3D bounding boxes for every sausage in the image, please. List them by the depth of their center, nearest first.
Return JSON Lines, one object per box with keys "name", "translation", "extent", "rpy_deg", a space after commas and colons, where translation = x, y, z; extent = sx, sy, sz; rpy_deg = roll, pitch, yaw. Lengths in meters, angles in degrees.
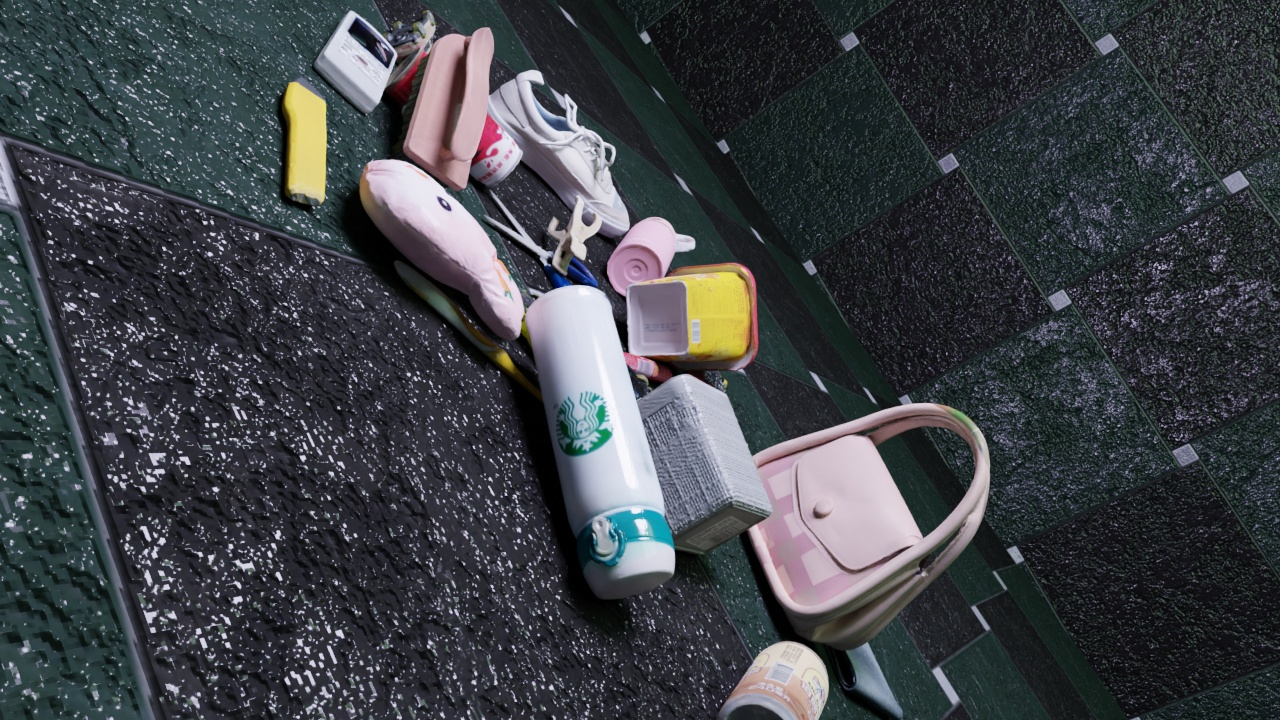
{"name": "sausage", "translation": [-0.005, 0.005, 0.900], "extent": [0.020, 0.020, 0.155], "rpy_deg": [60, 19, 22]}

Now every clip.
{"name": "clip", "translation": [-0.077, -0.117, 0.925], "extent": [0.035, 0.084, 0.104], "rpy_deg": [41, 45, -26]}

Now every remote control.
{"name": "remote control", "translation": [-0.248, -0.267, 0.812], "extent": [0.058, 0.021, 0.149], "rpy_deg": [42, 21, -30]}

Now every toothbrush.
{"name": "toothbrush", "translation": [-0.106, -0.009, 0.674], "extent": [0.191, 0.018, 0.016], "rpy_deg": [45, 17, -23]}

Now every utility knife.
{"name": "utility knife", "translation": [-0.234, -0.153, 0.636], "extent": [0.033, 0.015, 0.153], "rpy_deg": [30, 29, -38]}

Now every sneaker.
{"name": "sneaker", "translation": [-0.078, -0.244, 1.084], "extent": [0.242, 0.091, 0.089], "rpy_deg": [39, 23, -38]}

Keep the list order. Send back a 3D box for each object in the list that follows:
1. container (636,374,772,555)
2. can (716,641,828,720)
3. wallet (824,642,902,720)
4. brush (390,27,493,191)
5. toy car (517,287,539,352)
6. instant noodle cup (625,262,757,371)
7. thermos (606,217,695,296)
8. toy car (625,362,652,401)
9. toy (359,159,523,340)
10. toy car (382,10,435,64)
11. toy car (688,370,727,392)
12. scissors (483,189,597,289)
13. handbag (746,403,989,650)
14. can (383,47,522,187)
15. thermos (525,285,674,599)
{"name": "container", "translation": [0.041, 0.089, 0.745], "extent": [0.090, 0.090, 0.114], "rpy_deg": [27, 34, -53]}
{"name": "can", "translation": [0.093, 0.238, 0.631], "extent": [0.058, 0.059, 0.116], "rpy_deg": [56, 17, 10]}
{"name": "wallet", "translation": [0.209, 0.286, 0.903], "extent": [0.097, 0.019, 0.120], "rpy_deg": [42, 19, -37]}
{"name": "brush", "translation": [-0.160, -0.219, 0.782], "extent": [0.063, 0.073, 0.145], "rpy_deg": [34, 54, -43]}
{"name": "toy car", "translation": [-0.077, -0.020, 0.752], "extent": [0.105, 0.032, 0.048], "rpy_deg": [42, 17, 4]}
{"name": "instant noodle cup", "translation": [0.050, -0.044, 0.969], "extent": [0.123, 0.116, 0.116], "rpy_deg": [-6, 94, -55]}
{"name": "thermos", "translation": [0.017, -0.130, 1.119], "extent": [0.198, 0.087, 0.067], "rpy_deg": [-63, 159, -70]}
{"name": "toy car", "translation": [-0.025, 0.015, 0.812], "extent": [0.105, 0.031, 0.048], "rpy_deg": [43, 20, -23]}
{"name": "toy", "translation": [-0.140, -0.083, 0.670], "extent": [0.159, 0.054, 0.121], "rpy_deg": [48, 7, -17]}
{"name": "toy car", "translation": [-0.234, -0.330, 0.940], "extent": [0.090, 0.042, 0.035], "rpy_deg": [-92, 164, -54]}
{"name": "toy car", "translation": [0.070, 0.000, 1.080], "extent": [0.049, 0.031, 0.106], "rpy_deg": [41, 22, -35]}
{"name": "scissors", "translation": [-0.089, -0.096, 0.900], "extent": [0.175, 0.012, 0.162], "rpy_deg": [57, 19, 17]}
{"name": "handbag", "translation": [0.213, 0.132, 0.847], "extent": [0.093, 0.234, 0.193], "rpy_deg": [41, 21, -37]}
{"name": "can", "translation": [-0.175, -0.225, 0.863], "extent": [0.132, 0.053, 0.053], "rpy_deg": [43, 20, -28]}
{"name": "thermos", "translation": [-0.030, 0.053, 0.633], "extent": [0.073, 0.073, 0.224], "rpy_deg": [32, 34, -49]}
